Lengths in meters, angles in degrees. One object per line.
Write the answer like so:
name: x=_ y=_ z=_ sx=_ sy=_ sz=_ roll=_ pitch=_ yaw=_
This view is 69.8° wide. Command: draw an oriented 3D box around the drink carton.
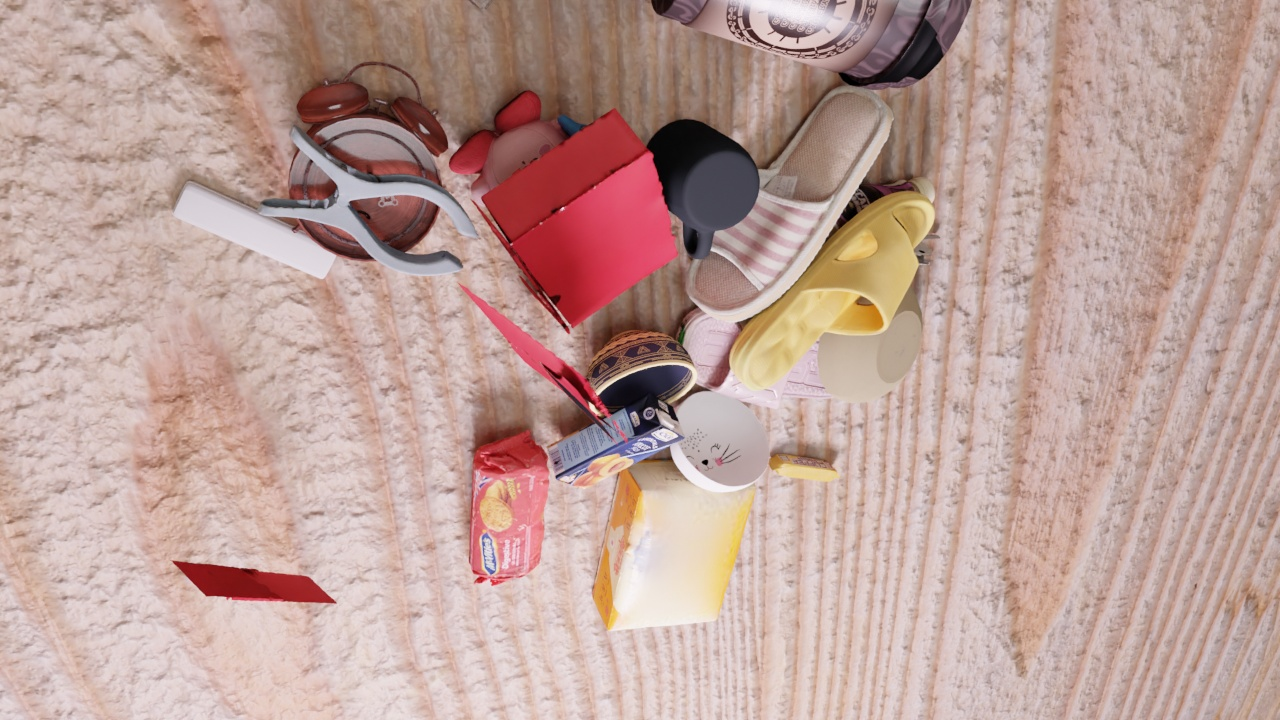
drink carton: x=-0.024 y=0.084 z=0.945 sx=0.130 sy=0.040 sz=0.064 roll=-29 pitch=153 yaw=16

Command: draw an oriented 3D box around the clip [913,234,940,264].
clip: x=0.288 y=-0.114 z=0.995 sx=0.102 sy=0.056 sz=0.056 roll=-2 pitch=149 yaw=-21

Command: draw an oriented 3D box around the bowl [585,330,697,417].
bowl: x=-0.005 y=0.005 z=0.925 sx=0.112 sy=0.061 sz=0.113 roll=-16 pitch=155 yaw=-8

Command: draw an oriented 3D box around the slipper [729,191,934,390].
slipper: x=0.202 y=-0.061 z=0.900 sx=0.263 sy=0.078 sz=0.099 roll=-43 pitch=141 yaw=-2

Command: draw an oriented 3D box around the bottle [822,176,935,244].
bottle: x=0.230 y=-0.154 z=0.944 sx=0.165 sy=0.059 sz=0.060 roll=-19 pitch=122 yaw=-21

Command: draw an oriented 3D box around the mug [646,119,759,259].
mug: x=0.055 y=-0.153 z=0.851 sx=0.085 sy=0.094 sz=0.122 roll=-6 pitch=118 yaw=-18

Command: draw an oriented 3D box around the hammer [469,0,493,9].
hammer: x=-0.045 y=-0.294 z=0.612 sx=0.158 sy=0.300 sz=0.037 roll=-47 pitch=123 yaw=7

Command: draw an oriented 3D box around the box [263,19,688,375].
box: x=-0.126 y=-0.171 z=0.824 sx=0.197 sy=0.351 sz=0.217 roll=-38 pitch=161 yaw=-3

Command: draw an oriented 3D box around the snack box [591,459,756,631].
snack box: x=0.037 y=0.214 z=1.048 sx=0.145 sy=0.080 sz=0.196 roll=2 pitch=116 yaw=-23

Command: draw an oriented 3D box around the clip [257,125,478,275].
clip: x=-0.198 y=-0.132 z=0.715 sx=0.162 sy=0.028 sz=0.112 roll=18 pitch=110 yaw=-30

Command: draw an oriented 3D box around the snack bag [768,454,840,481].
snack bag: x=0.195 y=0.129 z=1.099 sx=0.099 sy=0.026 sz=0.020 roll=11 pitch=112 yaw=-25

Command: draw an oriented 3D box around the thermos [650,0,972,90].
thermos: x=0.135 y=-0.327 z=0.755 sx=0.226 sy=0.172 sz=0.173 roll=6 pitch=114 yaw=-18

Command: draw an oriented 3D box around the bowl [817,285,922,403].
bowl: x=0.261 y=-0.021 z=0.999 sx=0.152 sy=0.050 sz=0.152 roll=-17 pitch=118 yaw=-37

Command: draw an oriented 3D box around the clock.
clock: x=-0.222 y=-0.162 z=0.749 sx=0.120 sy=0.072 sz=0.158 roll=10 pitch=113 yaw=-26

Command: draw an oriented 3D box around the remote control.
remote control: x=-0.322 y=-0.108 z=0.774 sx=0.130 sy=0.012 sz=0.033 roll=25 pitch=105 yaw=-31

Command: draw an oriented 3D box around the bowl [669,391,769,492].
bowl: x=0.078 y=0.095 z=0.996 sx=0.114 sy=0.114 sz=0.051 roll=5 pitch=147 yaw=-24

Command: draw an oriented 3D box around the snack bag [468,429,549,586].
snack bag: x=-0.135 y=0.158 z=0.953 sx=0.082 sy=0.082 sz=0.177 roll=-4 pitch=118 yaw=-20

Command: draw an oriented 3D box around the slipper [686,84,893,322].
slipper: x=0.135 y=-0.156 z=0.882 sx=0.263 sy=0.115 sz=0.052 roll=-52 pitch=146 yaw=6

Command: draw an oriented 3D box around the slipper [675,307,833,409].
slipper: x=0.146 y=0.006 z=0.992 sx=0.239 sy=0.064 sz=0.094 roll=10 pitch=112 yaw=-27

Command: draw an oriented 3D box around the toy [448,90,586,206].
toy: x=-0.085 y=-0.165 z=0.811 sx=0.124 sy=0.097 sz=0.131 roll=-44 pitch=105 yaw=-3

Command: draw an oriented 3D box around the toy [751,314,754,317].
toy: x=0.141 y=-0.084 z=0.953 sx=0.093 sy=0.036 sz=0.094 roll=14 pitch=89 yaw=-11
